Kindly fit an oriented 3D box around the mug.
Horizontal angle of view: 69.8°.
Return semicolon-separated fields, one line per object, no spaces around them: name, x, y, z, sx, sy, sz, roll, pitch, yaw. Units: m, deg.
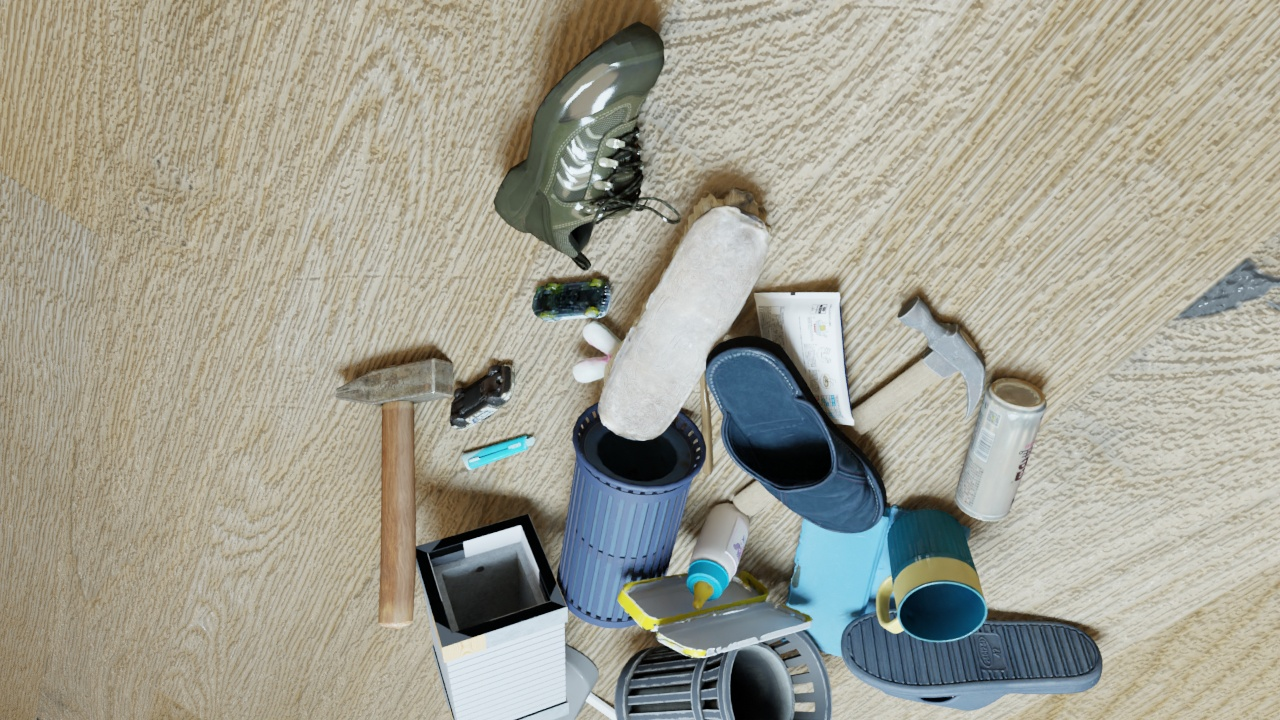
mug;0.280;0.220;0.918;0.083;0.107;0.114;33;121;-16

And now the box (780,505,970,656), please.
box;0.255;0.251;1.026;0.174;0.033;0.232;10;125;12

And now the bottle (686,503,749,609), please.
bottle;0.081;0.217;0.999;0.051;0.145;0.051;10;124;16

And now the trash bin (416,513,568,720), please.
trash bin;-0.180;0.339;1.133;0.142;0.142;0.247;-14;135;-18

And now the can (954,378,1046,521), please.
can;0.338;0.085;0.865;0.054;0.054;0.136;12;125;15

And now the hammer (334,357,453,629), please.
hammer;-0.287;0.156;1.063;0.158;0.037;0.300;-10;76;28

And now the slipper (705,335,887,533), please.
slipper;0.145;0.098;0.878;0.109;0.083;0.265;-20;123;29

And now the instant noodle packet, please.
instant noodle packet;0.157;-0.001;0.885;0.087;0.026;0.134;3;114;34

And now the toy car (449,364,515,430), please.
toy car;-0.178;0.045;1.057;0.113;0.048;0.040;-30;138;34

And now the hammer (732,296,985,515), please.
hammer;0.204;0.074;0.930;0.119;0.030;0.332;40;127;-6

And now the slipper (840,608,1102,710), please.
slipper;0.350;0.332;0.987;0.264;0.101;0.083;-1;129;11

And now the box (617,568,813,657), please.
box;0.084;0.269;0.991;0.129;0.209;0.034;25;104;43

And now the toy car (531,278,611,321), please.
toy car;-0.070;-0.060;0.949;0.090;0.038;0.027;-3;161;25

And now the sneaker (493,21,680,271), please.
sneaker;-0.029;-0.167;0.812;0.143;0.100;0.239;44;132;3

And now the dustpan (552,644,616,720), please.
dustpan;-0.109;0.474;1.322;0.257;0.033;0.164;32;128;12

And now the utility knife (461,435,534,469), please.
utility knife;-0.171;0.109;1.115;0.117;0.015;0.022;-22;82;30

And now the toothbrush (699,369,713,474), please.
toothbrush;0.071;0.055;0.979;0.016;0.016;0.167;7;123;18

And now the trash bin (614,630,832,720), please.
trash bin;0.086;0.405;1.096;0.164;0.163;0.228;48;139;-12

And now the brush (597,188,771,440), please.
brush;0.038;-0.037;0.880;0.083;0.056;0.272;25;119;-7

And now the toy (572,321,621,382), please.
toy;-0.006;0.006;0.965;0.125;0.037;0.076;18;122;3

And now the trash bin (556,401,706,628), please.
trash bin;-0.019;0.178;1.023;0.139;0.138;0.250;19;128;10
